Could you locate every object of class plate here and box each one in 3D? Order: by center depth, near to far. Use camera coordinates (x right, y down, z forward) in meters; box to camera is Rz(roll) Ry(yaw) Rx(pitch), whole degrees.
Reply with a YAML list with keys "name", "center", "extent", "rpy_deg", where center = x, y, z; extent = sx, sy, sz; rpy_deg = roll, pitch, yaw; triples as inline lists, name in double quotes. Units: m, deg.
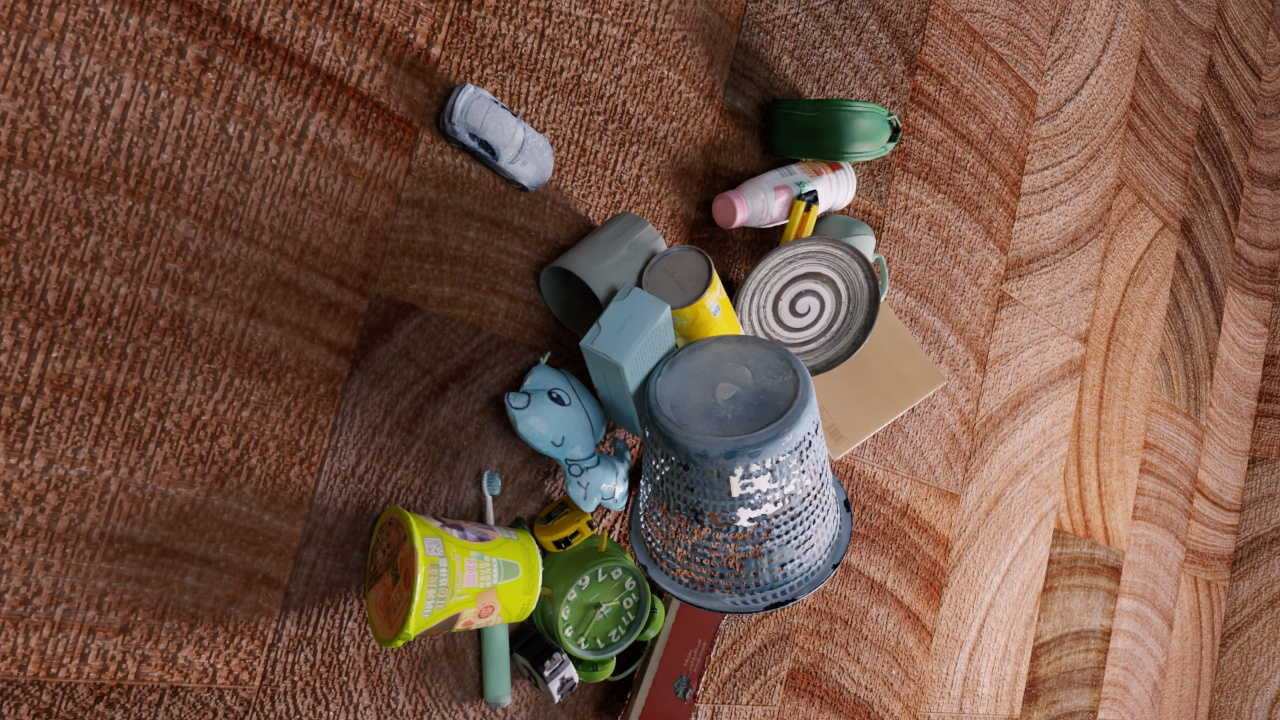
- name: "plate"
  center: [0.185, -0.060, 1.046]
  extent: [0.179, 0.024, 0.180]
  rpy_deg: [-5, 118, -10]

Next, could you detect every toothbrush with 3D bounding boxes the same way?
- name: "toothbrush"
  center: [-0.137, 0.212, 0.853]
  extent: [0.026, 0.027, 0.224]
  rpy_deg: [-11, 101, -58]
- name: "toothbrush"
  center: [-0.082, 0.229, 0.913]
  extent: [0.017, 0.012, 0.186]
  rpy_deg: [-39, 117, -25]

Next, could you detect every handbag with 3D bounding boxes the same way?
- name: "handbag"
  center: [0.219, -0.269, 1.057]
  extent: [0.120, 0.131, 0.068]
  rpy_deg: [-19, 115, -42]

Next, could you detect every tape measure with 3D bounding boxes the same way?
- name: "tape measure"
  center: [-0.091, 0.292, 0.873]
  extent: [0.033, 0.066, 0.066]
  rpy_deg: [-37, 121, -27]
- name: "tape measure"
  center: [-0.075, 0.155, 0.881]
  extent: [0.057, 0.060, 0.029]
  rpy_deg: [-33, 118, -8]

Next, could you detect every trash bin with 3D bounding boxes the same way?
- name: "trash bin"
  center: [0.088, 0.091, 0.871]
  extent: [0.226, 0.227, 0.195]
  rpy_deg: [-42, 140, -31]

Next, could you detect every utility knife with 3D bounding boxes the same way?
- name: "utility knife"
  center: [0.162, -0.093, 1.050]
  extent: [0.033, 0.015, 0.215]
  rpy_deg: [7, 111, -27]

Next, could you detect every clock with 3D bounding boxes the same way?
- name: "clock"
  center: [-0.040, 0.247, 0.900]
  extent: [0.116, 0.056, 0.161]
  rpy_deg: [-36, 116, -18]

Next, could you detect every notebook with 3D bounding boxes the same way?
- name: "notebook"
  center: [0.264, 0.013, 1.122]
  extent: [0.211, 0.012, 0.149]
  rpy_deg: [-29, 77, -28]

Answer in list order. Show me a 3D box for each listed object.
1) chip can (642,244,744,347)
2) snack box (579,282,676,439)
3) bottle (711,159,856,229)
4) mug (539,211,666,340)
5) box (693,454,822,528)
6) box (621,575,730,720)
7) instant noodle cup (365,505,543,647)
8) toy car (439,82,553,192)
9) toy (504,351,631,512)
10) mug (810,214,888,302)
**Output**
- name: "chip can"
  center: [0.067, -0.032, 0.928]
  extent: [0.072, 0.072, 0.213]
  rpy_deg: [-64, 152, -17]
- name: "snack box"
  center: [-0.005, 0.005, 0.877]
  extent: [0.074, 0.051, 0.175]
  rpy_deg: [-55, 160, -19]
- name: "bottle"
  center: [0.164, -0.189, 1.055]
  extent: [0.196, 0.068, 0.068]
  rpy_deg: [-22, 107, -36]
- name: "mug"
  center: [-0.028, -0.069, 0.895]
  extent: [0.103, 0.084, 0.124]
  rpy_deg: [-45, 132, -31]
- name: "box"
  center: [0.136, 0.133, 1.062]
  extent: [0.183, 0.061, 0.090]
  rpy_deg: [-16, 103, -37]
- name: "box"
  center: [0.044, 0.318, 0.963]
  extent: [0.077, 0.091, 0.168]
  rpy_deg: [22, 76, 2]
- name: "instant noodle cup"
  center: [-0.153, 0.181, 0.772]
  extent: [0.123, 0.112, 0.111]
  rpy_deg: [8, 88, -34]
- name: "toy car"
  center: [-0.126, -0.200, 0.827]
  extent: [0.120, 0.037, 0.054]
  rpy_deg: [33, 72, -41]
- name: "toy"
  center: [-0.065, 0.069, 0.877]
  extent: [0.161, 0.050, 0.156]
  rpy_deg: [7, 64, -52]
- name: "mug"
  center: [0.248, -0.111, 1.111]
  extent: [0.112, 0.082, 0.106]
  rpy_deg: [17, 80, -3]
